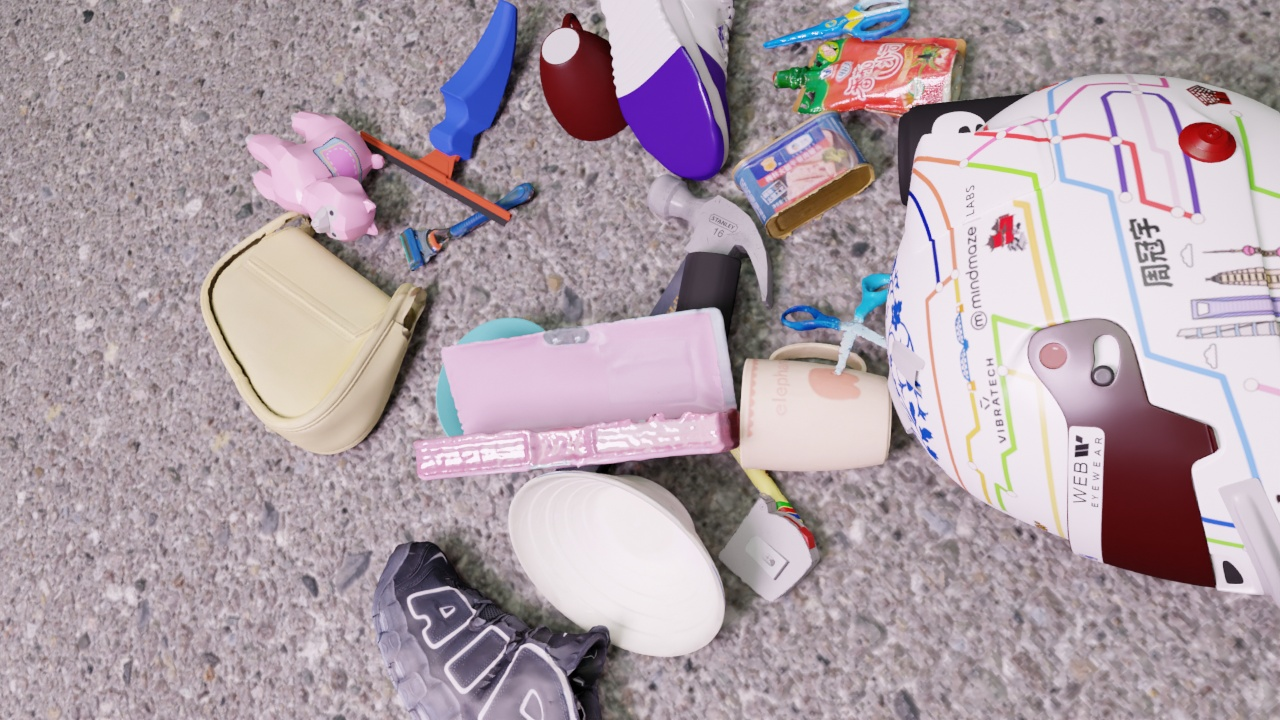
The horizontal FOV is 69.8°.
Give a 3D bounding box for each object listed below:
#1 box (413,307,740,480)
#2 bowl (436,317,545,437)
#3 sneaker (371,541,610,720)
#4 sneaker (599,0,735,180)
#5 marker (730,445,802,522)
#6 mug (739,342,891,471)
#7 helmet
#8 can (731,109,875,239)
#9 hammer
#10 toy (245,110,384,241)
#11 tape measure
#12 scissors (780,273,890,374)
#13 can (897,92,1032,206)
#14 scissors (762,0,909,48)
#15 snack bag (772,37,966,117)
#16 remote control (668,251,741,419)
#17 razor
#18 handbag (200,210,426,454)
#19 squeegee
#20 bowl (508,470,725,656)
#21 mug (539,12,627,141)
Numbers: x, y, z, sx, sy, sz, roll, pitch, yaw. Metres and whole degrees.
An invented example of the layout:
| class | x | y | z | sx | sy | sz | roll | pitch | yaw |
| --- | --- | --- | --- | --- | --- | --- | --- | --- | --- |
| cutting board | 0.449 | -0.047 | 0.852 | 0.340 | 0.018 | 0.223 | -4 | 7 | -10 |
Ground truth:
| class | x | y | z | sx | sy | sz | roll | pitch | yaw |
| --- | --- | --- | --- | --- | --- | --- | --- | --- | --- |
| box | -0.049 | 0.023 | 0.685 | 0.233 | 0.099 | 0.112 | -7 | 86 | 15 |
| bowl | -0.110 | 0.028 | 0.785 | 0.121 | 0.046 | 0.121 | -6 | 73 | 19 |
| sneaker | -0.100 | 0.224 | 0.703 | 0.151 | 0.097 | 0.252 | -34 | 66 | 3 |
| sneaker | 0.038 | -0.279 | 0.800 | 0.092 | 0.110 | 0.244 | -13 | 96 | 46 |
| marker | 0.082 | 0.076 | 0.715 | 0.014 | 0.014 | 0.132 | -38 | 65 | 7 |
| mug | 0.130 | 0.030 | 0.680 | 0.104 | 0.085 | 0.111 | 3 | 46 | 11 |
| helmet | 0.269 | -0.008 | 0.547 | 0.237 | 0.230 | 0.314 | -14 | 80 | 28 |
| can | 0.131 | -0.148 | 0.740 | 0.100 | 0.054 | 0.059 | -30 | 68 | 11 |
| hammer | -0.005 | 0.004 | 0.759 | 0.139 | 0.035 | 0.312 | 31 | 88 | 23 |
| toy | -0.303 | -0.176 | 0.888 | 0.157 | 0.067 | 0.123 | 29 | 47 | 18 |
| tape measure | 0.096 | 0.141 | 0.678 | 0.062 | 0.020 | 0.060 | 40 | 109 | 25 |
| scissors | 0.148 | -0.024 | 0.687 | 0.116 | 0.014 | 0.130 | -8 | 35 | 28 |
| can | 0.267 | -0.153 | 0.673 | 0.146 | 0.080 | 0.080 | 0 | 74 | 21 |
| scissors | 0.165 | -0.283 | 0.782 | 0.126 | 0.023 | 0.061 | -4 | 52 | 21 |
| snack bag | 0.184 | -0.232 | 0.757 | 0.155 | 0.044 | 0.087 | 10 | 65 | 30 |
| remote control | 0.045 | -0.015 | 0.720 | 0.045 | 0.021 | 0.140 | 9 | 83 | 17 |
| razor | -0.160 | -0.130 | 0.867 | 0.141 | 0.018 | 0.044 | -24 | 70 | 9 |
| handbag | -0.314 | -0.030 | 0.868 | 0.233 | 0.089 | 0.190 | 35 | 74 | 26 |
| squeegee | -0.161 | -0.254 | 0.881 | 0.249 | 0.055 | 0.185 | 32 | 102 | 34 |
| bowl | -0.009 | 0.136 | 0.684 | 0.177 | 0.177 | 0.057 | 13 | 38 | 24 |
| mug | -0.056 | -0.269 | 0.827 | 0.087 | 0.088 | 0.114 | -17 | 69 | 16 |
